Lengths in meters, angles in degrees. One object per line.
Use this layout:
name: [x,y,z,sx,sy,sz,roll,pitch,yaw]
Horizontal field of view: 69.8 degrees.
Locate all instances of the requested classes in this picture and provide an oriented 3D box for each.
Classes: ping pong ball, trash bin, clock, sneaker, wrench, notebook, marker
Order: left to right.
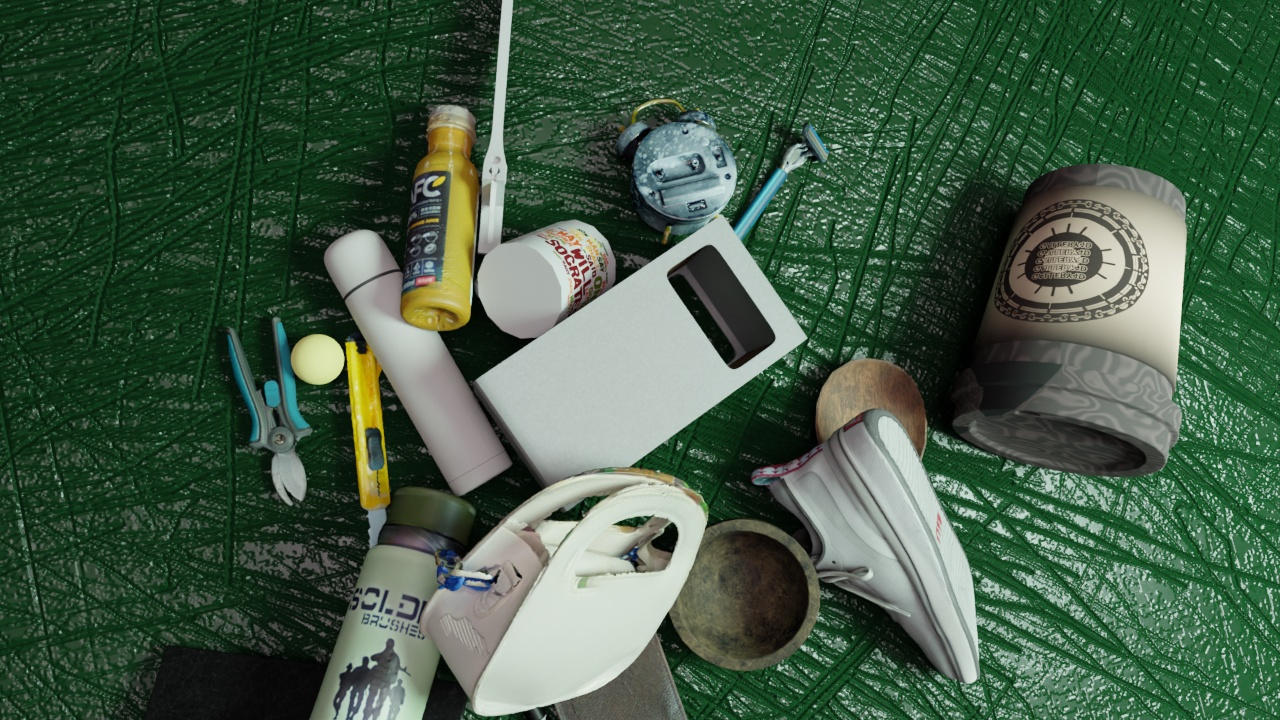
notebook: [-0.257,0.311,0.672,0.231,0.019,0.168,8,65,-1]
ping pong ball: [-0.257,-0.001,0.729,0.040,0.040,0.040,1,84,-9]
wrench: [-0.117,-0.218,0.768,0.018,0.087,0.273,4,73,-9]
marker: [-0.103,0.253,0.741,0.016,0.016,0.140,-29,89,-11]
trash bin: [-0.004,0.004,0.732,0.228,0.114,0.114,-35,90,-11]
clock: [0.030,-0.167,0.784,0.090,0.052,0.129,-15,82,-10]
sneaker: [0.197,0.170,0.765,0.129,0.096,0.263,-22,108,29]

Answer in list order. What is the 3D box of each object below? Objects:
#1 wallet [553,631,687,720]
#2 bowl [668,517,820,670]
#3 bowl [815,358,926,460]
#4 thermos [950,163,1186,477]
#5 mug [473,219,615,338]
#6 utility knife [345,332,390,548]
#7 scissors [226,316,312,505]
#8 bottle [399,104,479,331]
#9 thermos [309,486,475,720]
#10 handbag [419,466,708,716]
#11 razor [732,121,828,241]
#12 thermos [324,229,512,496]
wallet: [-0.016,0.286,0.746,0.099,0.031,0.120,-19,88,-7]
bowl: [0.083,0.185,0.755,0.121,0.056,0.121,0,92,4]
bowl: [0.198,0.056,0.804,0.102,0.026,0.114,-1,85,-10]
thermos: [0.371,-0.035,0.777,0.172,0.173,0.225,20,75,-7]
mug: [-0.085,-0.066,0.734,0.105,0.089,0.073,-3,107,28]
utility knife: [-0.216,0.077,0.739,0.030,0.018,0.206,-3,87,-44]
scissors: [-0.289,0.035,0.732,0.132,0.019,0.148,32,79,-4]
bottle: [-0.157,-0.118,0.731,0.053,0.053,0.185,4,67,-9]
thermos: [-0.181,0.208,0.677,0.082,0.082,0.230,17,63,-7]
handbag: [-0.048,0.149,0.661,0.093,0.200,0.200,46,108,33]
razor: [0.113,-0.146,0.816,0.144,0.022,0.042,-51,130,-6]
thermos: [-0.180,0.000,0.735,0.052,0.052,0.224,-30,90,-11]
